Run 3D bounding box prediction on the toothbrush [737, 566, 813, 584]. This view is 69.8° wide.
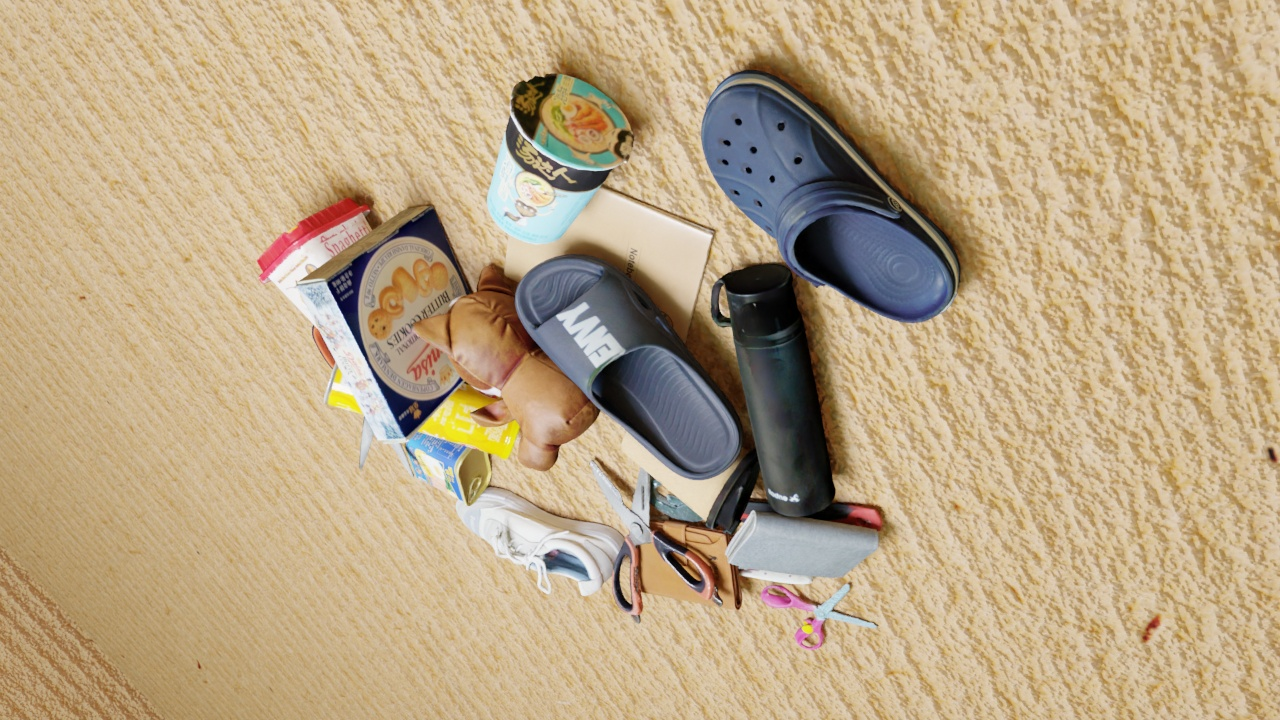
[{"bbox_3d":[0.112,0.247,1.062,0.188,0.016,0.017,-2,130,33],"label":"toothbrush"}]

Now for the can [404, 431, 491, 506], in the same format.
[{"bbox_3d":[-0.239,0.124,1.145,0.083,0.057,0.102,23,145,17],"label":"can"}]

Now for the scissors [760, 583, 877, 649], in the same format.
[{"bbox_3d":[0.196,0.283,1.037,0.135,0.017,0.134,29,132,3],"label":"scissors"}]

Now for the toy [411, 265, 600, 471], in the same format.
[{"bbox_3d":[-0.131,0.007,0.940,0.199,0.139,0.131,47,137,-6],"label":"toy"}]

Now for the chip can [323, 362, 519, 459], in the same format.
[{"bbox_3d":[-0.241,0.049,1.034,0.213,0.071,0.072,18,135,-12],"label":"chip can"}]

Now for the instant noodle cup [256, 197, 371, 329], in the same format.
[{"bbox_3d":[-0.327,-0.092,0.995,0.117,0.116,0.124,-27,103,41],"label":"instant noodle cup"}]

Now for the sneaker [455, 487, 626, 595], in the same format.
[{"bbox_3d":[-0.141,0.233,1.153,0.242,0.090,0.090,13,128,24],"label":"sneaker"}]

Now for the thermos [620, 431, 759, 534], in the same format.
[{"bbox_3d":[0.054,0.107,0.944,0.143,0.092,0.093,31,134,17],"label":"thermos"}]

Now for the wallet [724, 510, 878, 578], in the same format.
[{"bbox_3d":[0.162,0.188,0.940,0.129,0.036,0.107,10,146,-9],"label":"wallet"}]

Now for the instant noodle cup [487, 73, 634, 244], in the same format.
[{"bbox_3d":[-0.079,-0.166,0.800,0.111,0.111,0.121,38,137,1],"label":"instant noodle cup"}]

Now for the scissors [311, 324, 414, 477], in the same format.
[{"bbox_3d":[-0.323,0.028,1.105,0.232,0.021,0.221,45,121,10],"label":"scissors"}]

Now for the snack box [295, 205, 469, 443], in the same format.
[{"bbox_3d":[-0.240,-0.041,0.937,0.046,0.177,0.182,-6,119,28],"label":"snack box"}]

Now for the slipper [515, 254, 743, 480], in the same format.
[{"bbox_3d":[-0.005,0.005,0.854,0.111,0.083,0.268,-44,92,2],"label":"slipper"}]

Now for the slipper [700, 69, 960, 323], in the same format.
[{"bbox_3d":[0.140,-0.112,0.721,0.253,0.095,0.105,40,132,-6],"label":"slipper"}]

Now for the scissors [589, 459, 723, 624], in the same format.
[{"bbox_3d":[0.002,0.211,1.057,0.223,0.015,0.190,48,127,11],"label":"scissors"}]

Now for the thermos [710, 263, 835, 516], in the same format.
[{"bbox_3d":[0.124,0.028,0.860,0.090,0.068,0.243,16,131,46],"label":"thermos"}]

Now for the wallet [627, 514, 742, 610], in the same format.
[{"bbox_3d":[0.050,0.233,1.064,0.132,0.031,0.108,3,114,30],"label":"wallet"}]

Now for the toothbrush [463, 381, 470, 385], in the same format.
[{"bbox_3d":[-0.139,0.023,1.038,0.189,0.014,0.018,-2,132,27],"label":"toothbrush"}]

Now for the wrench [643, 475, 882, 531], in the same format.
[{"bbox_3d":[0.124,0.160,0.988,0.274,0.016,0.056,3,125,30],"label":"wrench"}]

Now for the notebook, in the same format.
[{"bbox_3d":[-0.038,-0.102,0.892,0.208,0.008,0.148,25,133,13],"label":"notebook"}]
